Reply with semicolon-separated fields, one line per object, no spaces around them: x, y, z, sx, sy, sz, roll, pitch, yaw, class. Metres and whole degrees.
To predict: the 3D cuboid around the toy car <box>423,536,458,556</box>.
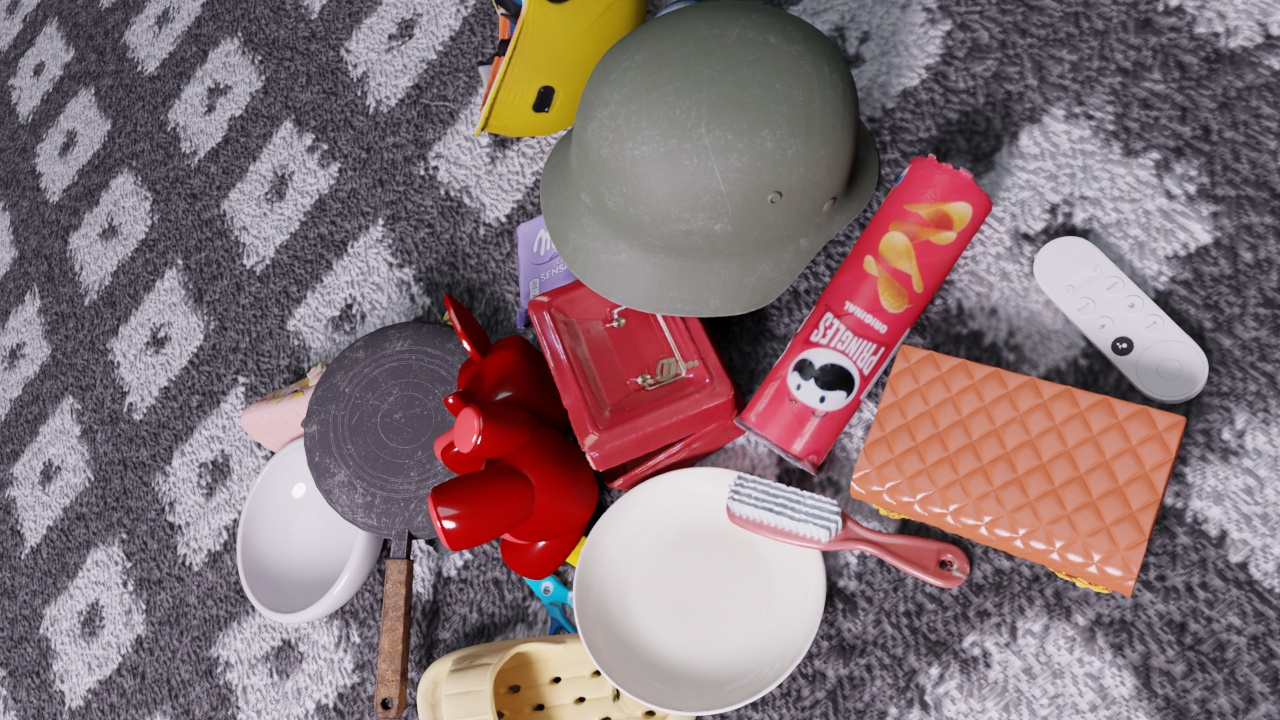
-0.183;0.127;0.842;0.048;0.032;0.105;-32;74;18;toy car

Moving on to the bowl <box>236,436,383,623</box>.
-0.304;0.163;0.883;0.177;0.066;0.176;-10;69;28;bowl

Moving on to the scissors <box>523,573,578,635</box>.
-0.077;0.200;0.767;0.140;0.015;0.083;34;96;32;scissors

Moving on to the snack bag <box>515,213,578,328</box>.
-0.027;-0.103;0.808;0.206;0.058;0.096;-22;61;27;snack bag

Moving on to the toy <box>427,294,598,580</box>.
-0.105;0.062;0.730;0.121;0.158;0.197;-27;56;17;toy

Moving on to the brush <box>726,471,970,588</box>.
0.138;0.115;0.632;0.172;0.030;0.040;14;62;23;brush

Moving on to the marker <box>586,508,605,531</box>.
0.000;0.139;0.738;0.139;0.016;0.022;8;56;32;marker

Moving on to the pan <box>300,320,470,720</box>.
-0.206;0.131;0.799;0.207;0.040;0.356;0;74;1;pan

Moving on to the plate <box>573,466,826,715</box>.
0.043;0.165;0.666;0.182;0.034;0.182;-7;55;11;plate

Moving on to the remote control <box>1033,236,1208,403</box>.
0.312;-0.029;0.602;0.043;0.013;0.136;-40;58;15;remote control

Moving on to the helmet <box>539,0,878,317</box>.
0.060;-0.171;0.674;0.267;0.154;0.226;-14;65;-12;helmet

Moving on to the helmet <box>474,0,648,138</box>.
-0.067;-0.305;0.835;0.209;0.139;0.239;155;121;-70;helmet

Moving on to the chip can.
0.161;-0.032;0.660;0.073;0.073;0.233;35;93;34;chip can

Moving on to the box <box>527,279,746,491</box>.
0.004;0.011;0.738;0.136;0.123;0.157;-23;59;3;box

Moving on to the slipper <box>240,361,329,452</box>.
-0.311;0.044;0.924;0.198;0.093;0.081;-15;42;29;slipper

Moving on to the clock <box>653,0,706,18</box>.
0.048;-0.262;0.818;0.090;0.052;0.129;-23;68;23;clock

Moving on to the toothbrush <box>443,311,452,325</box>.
-0.223;-0.007;0.919;0.135;0.016;0.021;-45;62;11;toothbrush

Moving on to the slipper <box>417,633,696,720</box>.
-0.081;0.269;0.701;0.262;0.079;0.111;-18;78;24;slipper

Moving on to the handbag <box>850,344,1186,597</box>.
0.236;0.069;0.587;0.172;0.060;0.108;18;79;31;handbag

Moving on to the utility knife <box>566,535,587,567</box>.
-0.042;0.159;0.755;0.156;0.017;0.030;22;82;34;utility knife
